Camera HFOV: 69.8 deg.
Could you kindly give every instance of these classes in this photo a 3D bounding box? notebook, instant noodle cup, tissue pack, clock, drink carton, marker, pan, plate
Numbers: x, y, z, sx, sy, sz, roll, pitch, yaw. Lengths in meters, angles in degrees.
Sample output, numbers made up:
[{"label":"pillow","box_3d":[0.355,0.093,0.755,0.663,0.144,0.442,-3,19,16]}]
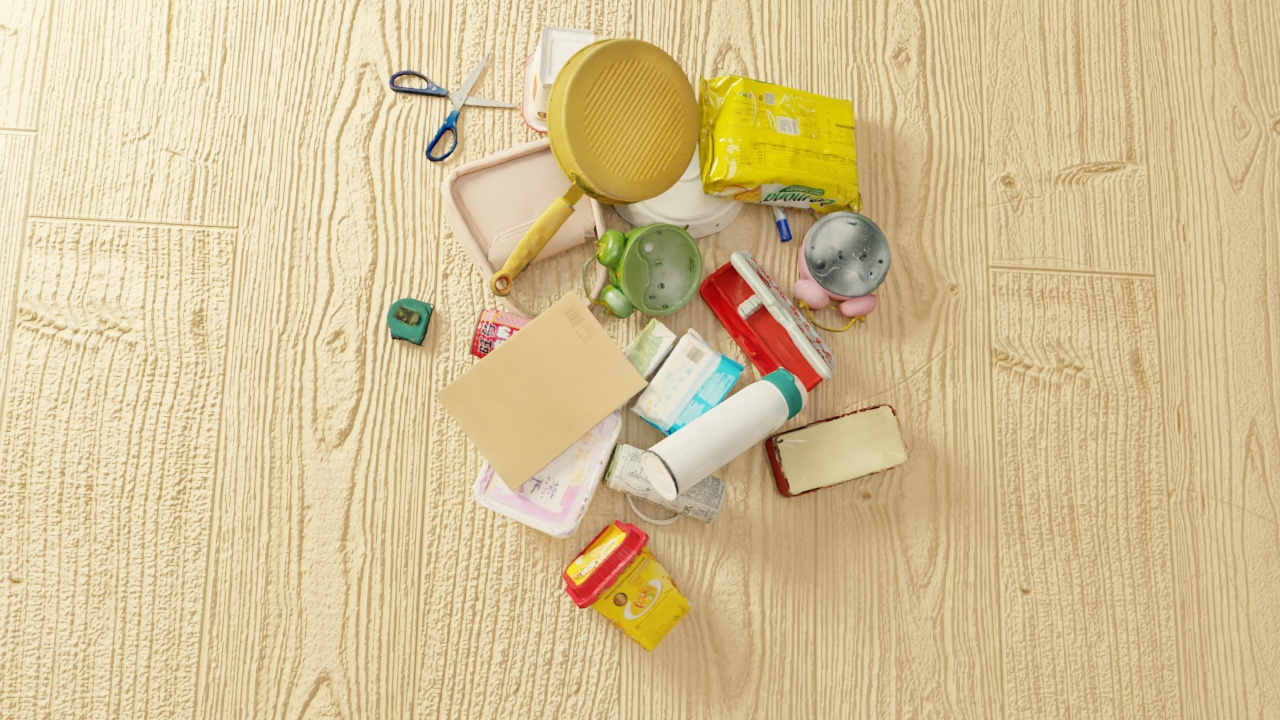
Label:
[{"label":"notebook","box_3d":[-0.117,0.034,1.107,0.211,0.012,0.149,-38,91,-11]},{"label":"instant noodle cup","box_3d":[-0.114,0.119,1.136,0.138,0.060,0.173,23,81,-3]},{"label":"instant noodle cup","box_3d":[-0.013,0.274,1.105,0.116,0.116,0.123,-44,100,-11]},{"label":"tissue pack","box_3d":[0.060,0.037,1.167,0.090,0.063,0.140,36,79,0]},{"label":"clock","box_3d":[0.001,-0.114,1.160,0.161,0.056,0.116,-14,107,-26]},{"label":"drink carton","box_3d":[-0.007,0.007,1.168,0.045,0.053,0.122,39,79,-4]},{"label":"marker","box_3d":[0.179,-0.232,1.244,0.017,0.017,0.145,-13,84,-9]},{"label":"pan","box_3d":[-0.067,-0.224,1.113,0.197,0.078,0.357,37,80,-29]},{"label":"instant noodle cup","box_3d":[-0.092,-0.361,1.175,0.116,0.124,0.116,3,81,-6]},{"label":"plate","box_3d":[0.053,-0.261,1.219,0.205,0.046,0.204,1,81,-7]},{"label":"clock","box_3d":[0.263,-0.116,1.216,0.117,0.060,0.158,11,79,-6]}]

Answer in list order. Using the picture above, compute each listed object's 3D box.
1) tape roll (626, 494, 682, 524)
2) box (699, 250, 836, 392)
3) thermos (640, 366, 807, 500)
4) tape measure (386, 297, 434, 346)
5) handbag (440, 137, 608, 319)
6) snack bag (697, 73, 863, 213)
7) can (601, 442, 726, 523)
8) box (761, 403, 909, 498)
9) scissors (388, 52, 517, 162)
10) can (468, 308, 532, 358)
[{"label":"tape roll","box_3d":[0.024,0.165,1.169,0.085,0.014,0.085,1,82,-7]},{"label":"box","box_3d":[0.171,-0.050,1.176,0.095,0.098,0.201,-37,87,-12]},{"label":"thermos","box_3d":[0.108,0.085,1.113,0.223,0.073,0.073,-30,86,-24]},{"label":"tape measure","box_3d":[-0.292,-0.051,1.156,0.054,0.025,0.058,16,79,-5]},{"label":"handbag","box_3d":[-0.130,-0.155,1.171,0.193,0.093,0.234,-23,93,-10]},{"label":"snack bag","box_3d":[0.184,-0.284,1.195,0.246,0.068,0.158,3,80,-25]},{"label":"can","box_3d":[0.030,0.152,1.134,0.146,0.058,0.058,20,80,-4]},{"label":"box","box_3d":[0.251,0.117,1.172,0.168,0.077,0.091,-15,83,-8]},{"label":"scissors","box_3d":[-0.252,-0.342,1.210,0.162,0.012,0.173,27,79,-2]},{"label":"can","box_3d":[-0.162,-0.025,1.147,0.094,0.066,0.066,15,80,-5]}]
